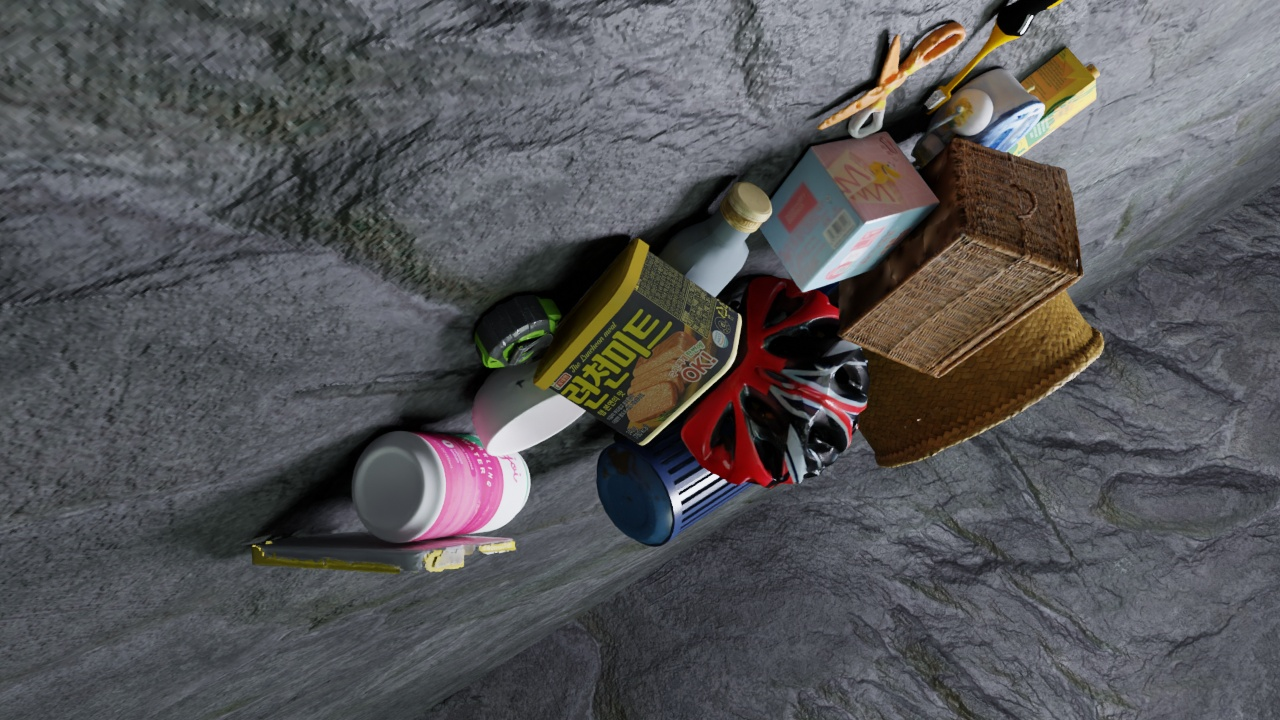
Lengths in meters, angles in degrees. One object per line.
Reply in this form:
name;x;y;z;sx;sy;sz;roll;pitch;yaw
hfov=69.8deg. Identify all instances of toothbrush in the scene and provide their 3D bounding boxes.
toothbrush;0.271;-0.246;0.666;0.030;0.031;0.197;-27;167;-35

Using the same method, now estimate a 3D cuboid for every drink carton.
drink carton;0.359;-0.228;0.847;0.123;0.041;0.058;-38;162;21

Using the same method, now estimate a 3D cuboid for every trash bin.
trash bin;0.072;0.115;1.102;0.248;0.139;0.140;-26;163;-37

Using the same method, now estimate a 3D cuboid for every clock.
clock;0.281;-0.198;0.777;0.125;0.052;0.089;-22;161;-29

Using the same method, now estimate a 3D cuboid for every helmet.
helmet;0.147;0.032;0.949;0.217;0.167;0.272;-66;159;-1

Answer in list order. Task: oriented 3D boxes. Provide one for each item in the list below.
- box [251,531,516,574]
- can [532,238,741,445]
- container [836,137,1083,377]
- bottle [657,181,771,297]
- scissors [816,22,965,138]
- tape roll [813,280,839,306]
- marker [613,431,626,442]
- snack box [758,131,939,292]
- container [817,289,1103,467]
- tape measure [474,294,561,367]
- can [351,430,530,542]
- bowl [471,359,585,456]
box;-0.221;0.162;0.789;0.210;0.023;0.127;-5;177;31
can;-0.002;-0.010;0.692;0.131;0.101;0.072;-45;-162;38
container;0.266;-0.086;0.795;0.112;0.113;0.199;17;148;-15
bottle;0.044;-0.074;0.721;0.072;0.046;0.162;-16;157;-41
scissors;0.180;-0.200;0.665;0.125;0.011;0.128;-32;163;-3
tape roll;0.234;-0.088;1.063;0.093;0.016;0.091;-38;162;21
marker;0.005;0.065;1.095;0.021;0.017;0.124;-15;158;-42
snack box;0.165;-0.121;0.743;0.094;0.079;0.093;-18;159;-33
container;0.356;-0.026;1.086;0.307;0.196;0.307;-34;177;-3
tape measure;-0.089;-0.017;0.668;0.058;0.036;0.066;-20;160;-33
can;-0.167;0.107;0.792;0.088;0.088;0.165;-36;163;14
bowl;-0.093;0.030;0.765;0.104;0.054;0.105;-30;165;-9
